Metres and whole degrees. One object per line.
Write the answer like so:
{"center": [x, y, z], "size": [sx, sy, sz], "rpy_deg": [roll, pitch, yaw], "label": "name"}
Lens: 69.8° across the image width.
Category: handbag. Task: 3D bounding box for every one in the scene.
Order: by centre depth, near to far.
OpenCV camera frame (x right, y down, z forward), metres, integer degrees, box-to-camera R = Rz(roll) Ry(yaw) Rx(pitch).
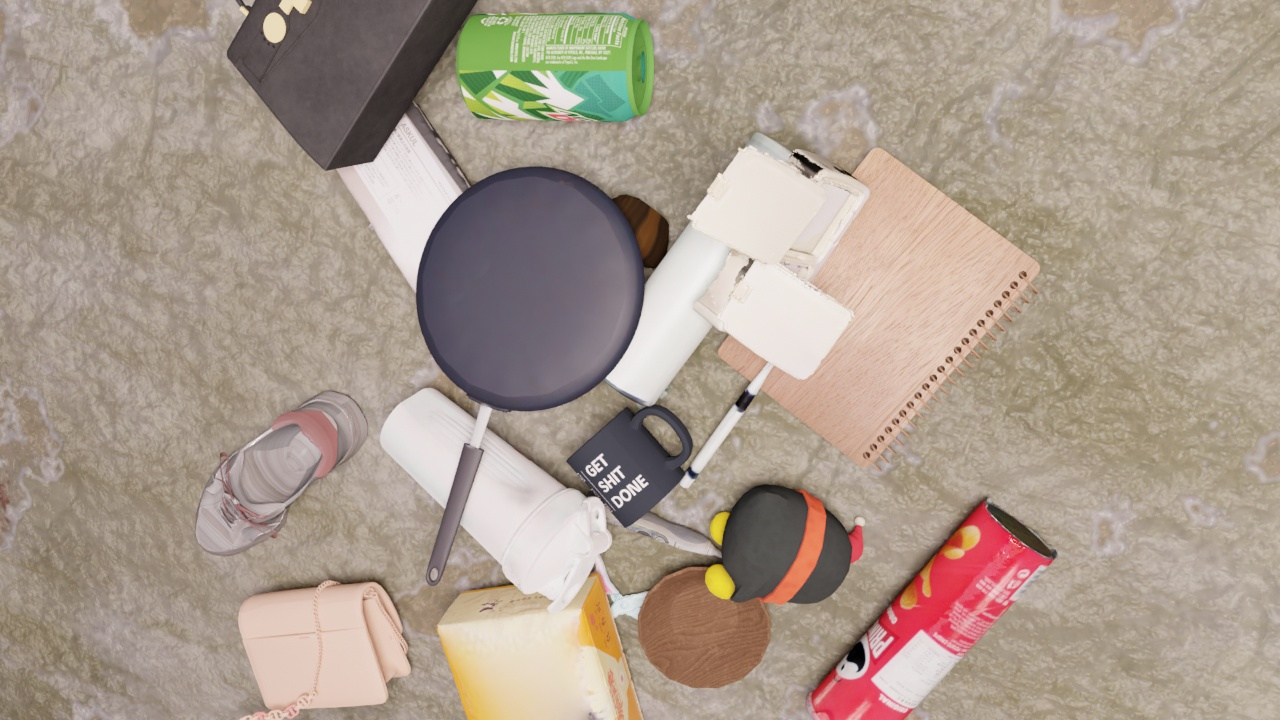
{"center": [-0.254, -0.283, 0.710], "size": [0.196, 0.072, 0.176], "rpy_deg": [42, 114, 0], "label": "handbag"}
{"center": [-0.319, 0.291, 0.851], "size": [0.199, 0.186, 0.116], "rpy_deg": [-11, 104, 21], "label": "handbag"}

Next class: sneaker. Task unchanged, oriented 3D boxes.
{"center": [-0.370, 0.120, 0.883], "size": [0.236, 0.089, 0.099], "rpy_deg": [-41, 88, 18], "label": "sneaker"}

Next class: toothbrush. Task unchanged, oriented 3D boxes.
{"center": [0.082, 0.042, 0.771], "size": [0.012, 0.017, 0.187], "rpy_deg": [36, 118, 6], "label": "toothbrush"}
{"center": [0.034, 0.158, 0.820], "size": [0.186, 0.024, 0.022], "rpy_deg": [20, 146, 10], "label": "toothbrush"}

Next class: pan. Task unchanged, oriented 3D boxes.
{"center": [-0.118, 0.016, 0.743], "size": [0.199, 0.021, 0.356], "rpy_deg": [19, 94, 17], "label": "pan"}

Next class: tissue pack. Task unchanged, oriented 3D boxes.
{"center": [-0.191, -0.129, 0.809], "size": [0.104, 0.071, 0.181], "rpy_deg": [-34, 93, 3], "label": "tissue pack"}

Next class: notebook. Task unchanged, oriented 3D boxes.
{"center": [0.191, -0.036, 0.742], "size": [0.169, 0.022, 0.211], "rpy_deg": [38, 107, 6], "label": "notebook"}

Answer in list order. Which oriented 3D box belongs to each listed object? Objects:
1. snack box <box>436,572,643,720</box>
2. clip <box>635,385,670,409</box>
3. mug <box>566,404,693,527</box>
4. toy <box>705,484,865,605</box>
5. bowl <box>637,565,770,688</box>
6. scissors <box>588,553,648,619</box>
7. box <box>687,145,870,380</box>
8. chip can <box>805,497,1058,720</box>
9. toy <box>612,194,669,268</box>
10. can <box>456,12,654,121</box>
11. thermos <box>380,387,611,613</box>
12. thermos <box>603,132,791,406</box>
{"center": [-0.086, 0.306, 0.839], "size": [0.145, 0.080, 0.195], "rpy_deg": [-11, 104, 16], "label": "snack box"}
{"center": [-0.007, 0.006, 0.802], "size": [0.047, 0.023, 0.076], "rpy_deg": [-33, 93, 16], "label": "clip"}
{"center": [-0.002, 0.082, 0.785], "size": [0.077, 0.071, 0.105], "rpy_deg": [48, 119, 2], "label": "mug"}
{"center": [0.126, 0.157, 0.760], "size": [0.119, 0.097, 0.100], "rpy_deg": [24, 125, -7], "label": "toy"}
{"center": [0.057, 0.232, 0.818], "size": [0.118, 0.030, 0.118], "rpy_deg": [1, 102, 5], "label": "bowl"}
{"center": [-0.033, 0.213, 0.852], "size": [0.173, 0.014, 0.158], "rpy_deg": [-18, 97, 18], "label": "scissors"}
{"center": [0.102, -0.063, 0.637], "size": [0.101, 0.193, 0.144], "rpy_deg": [43, 114, 28], "label": "box"}
{"center": [0.235, 0.221, 0.753], "size": [0.073, 0.073, 0.233], "rpy_deg": [37, 106, 6], "label": "chip can"}
{"center": [-0.019, -0.088, 0.768], "size": [0.076, 0.062, 0.100], "rpy_deg": [32, 93, -30], "label": "toy"}
{"center": [-0.067, -0.236, 0.739], "size": [0.144, 0.083, 0.083], "rpy_deg": [5, 101, 14], "label": "can"}
{"center": [-0.127, 0.112, 0.799], "size": [0.220, 0.099, 0.099], "rpy_deg": [37, 107, 20], "label": "thermos"}
{"center": [0.050, -0.071, 0.737], "size": [0.068, 0.067, 0.230], "rpy_deg": [38, 101, 5], "label": "thermos"}
